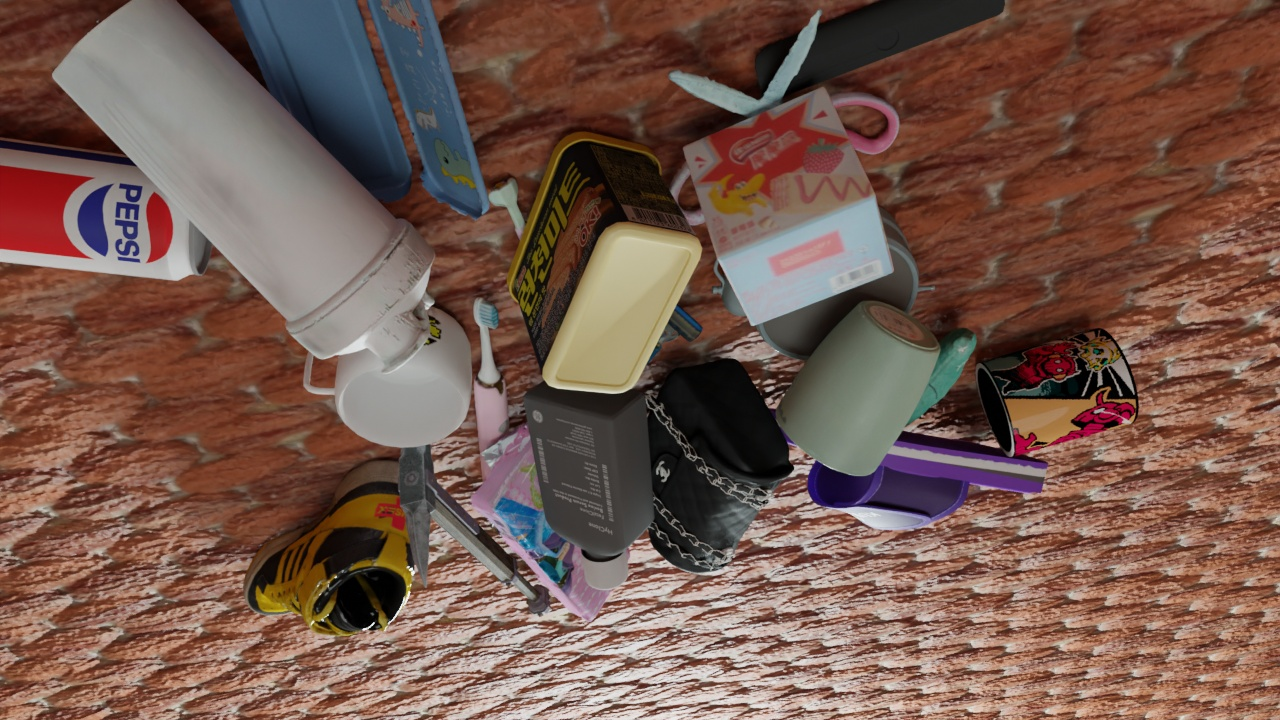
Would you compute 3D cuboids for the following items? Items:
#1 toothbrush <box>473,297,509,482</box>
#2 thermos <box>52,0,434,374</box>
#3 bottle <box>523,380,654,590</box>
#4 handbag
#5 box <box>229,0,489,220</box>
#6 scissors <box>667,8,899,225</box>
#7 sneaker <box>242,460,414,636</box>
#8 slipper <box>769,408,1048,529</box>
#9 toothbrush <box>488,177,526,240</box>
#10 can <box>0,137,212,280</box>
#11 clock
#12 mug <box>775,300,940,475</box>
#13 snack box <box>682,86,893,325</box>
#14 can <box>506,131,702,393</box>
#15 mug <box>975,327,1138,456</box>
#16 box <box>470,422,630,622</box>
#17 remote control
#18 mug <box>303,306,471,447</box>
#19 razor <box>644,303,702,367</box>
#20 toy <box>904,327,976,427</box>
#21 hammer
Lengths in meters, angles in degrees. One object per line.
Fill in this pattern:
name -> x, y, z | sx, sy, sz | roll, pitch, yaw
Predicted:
toothbrush -> -0.118, 0.036, 0.724 | 0.026, 0.027, 0.223 | 22, 138, 16
thermos -> -0.204, -0.092, 0.511 | 0.099, 0.099, 0.220 | -30, 116, 20
bottle -> -0.035, 0.100, 0.711 | 0.084, 0.046, 0.174 | 13, 122, 32
handbag -> 0.037, 0.092, 0.724 | 0.114, 0.125, 0.154 | -8, 140, -36
box -> -0.153, -0.169, 0.500 | 0.125, 0.043, 0.210 | 6, 139, 14
scissors -> 0.079, -0.140, 0.572 | 0.170, 0.013, 0.177 | 8, 143, -33
sneaker -> -0.272, 0.196, 0.794 | 0.086, 0.122, 0.239 | 30, 123, -32
slipper -> 0.227, 0.107, 0.784 | 0.266, 0.107, 0.084 | 10, 94, -24
toothbrush -> -0.071, -0.062, 0.641 | 0.022, 0.015, 0.155 | -38, 139, -16
can -> -0.324, -0.087, 0.532 | 0.132, 0.070, 0.070 | 6, 134, -15
clock -> 0.126, -0.058, 0.657 | 0.159, 0.045, 0.123 | 17, 130, -27
mug -> 0.167, 0.015, 0.659 | 0.111, 0.084, 0.104 | -5, 131, -47
snack box -> 0.088, -0.091, 0.550 | 0.093, 0.094, 0.079 | -21, 145, 12
can -> -0.026, -0.058, 0.577 | 0.072, 0.101, 0.131 | 6, 129, -28
mug -> 0.344, 0.033, 0.770 | 0.098, 0.081, 0.118 | -17, 157, 8
box -> -0.083, 0.142, 0.808 | 0.071, 0.084, 0.230 | 17, 151, 30
remote control -> 0.139, -0.192, 0.543 | 0.147, 0.015, 0.033 | -19, 135, 9
mug -> -0.179, 0.009, 0.656 | 0.115, 0.068, 0.094 | 3, 135, -13
razor -> -0.004, 0.004, 0.718 | 0.042, 0.022, 0.144 | 43, 128, 2
toy -> 0.231, 0.017, 0.735 | 0.105, 0.033, 0.085 | -52, 164, 14
hammer -> -0.136, 0.172, 0.811 | 0.028, 0.146, 0.317 | -15, 146, 6
